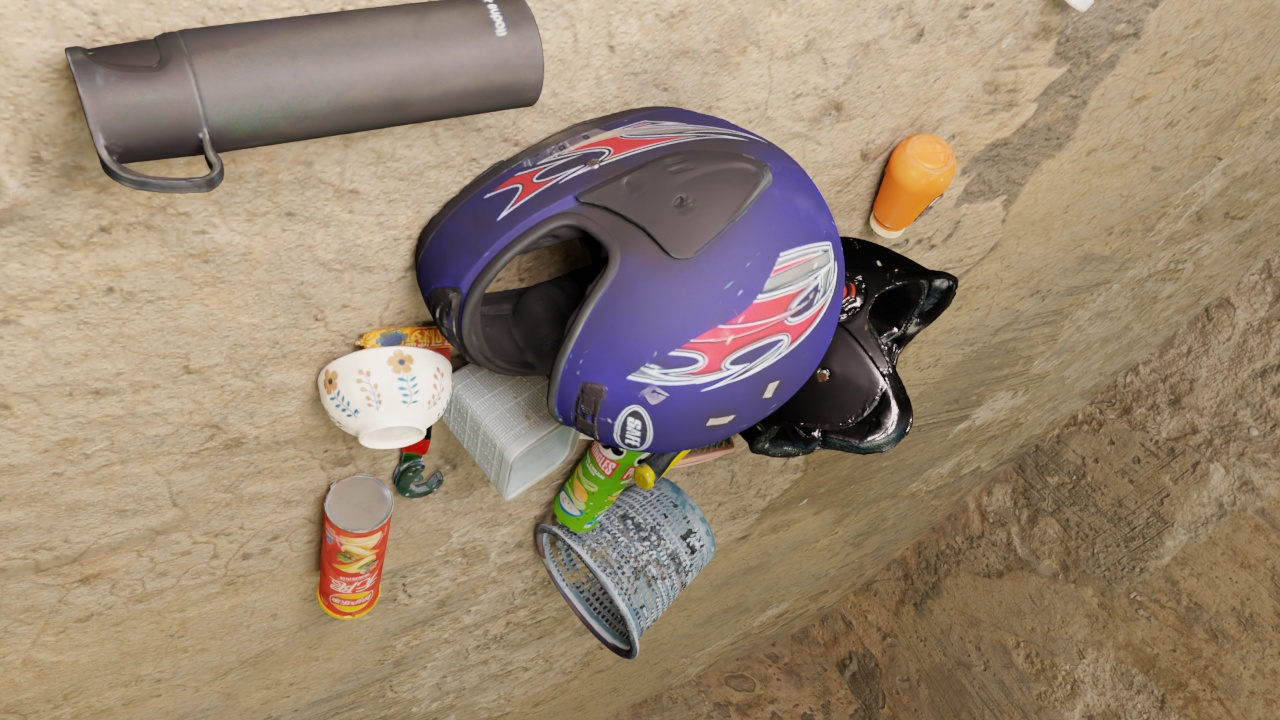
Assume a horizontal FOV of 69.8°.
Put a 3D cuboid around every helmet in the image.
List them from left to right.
[{"bbox_3d":[0.008,-0.046,0.718,0.315,0.240,0.248,-24,151,-14],"label":"helmet"},{"bbox_3d":[0.194,-0.020,0.973,0.275,0.230,0.233,-47,156,6],"label":"helmet"}]

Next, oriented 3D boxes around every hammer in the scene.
[{"bbox_3d":[0.113,0.044,1.120,0.322,0.032,0.126,-39,157,-26],"label":"hammer"}]

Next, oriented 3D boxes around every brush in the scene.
[{"bbox_3d":[0.048,0.114,1.219,0.145,0.063,0.073,-14,138,-9],"label":"brush"}]

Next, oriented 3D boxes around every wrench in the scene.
[{"bbox_3d":[-0.220,0.071,0.927,0.056,0.016,0.274,-17,150,-27],"label":"wrench"}]

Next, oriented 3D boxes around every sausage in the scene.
[{"bbox_3d":[-0.173,-0.022,0.809,0.164,0.021,0.022,-8,145,-39],"label":"sausage"}]

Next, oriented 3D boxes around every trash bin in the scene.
[{"bbox_3d":[-0.010,0.278,1.323,0.194,0.226,0.227,-34,157,-26],"label":"trash bin"}]

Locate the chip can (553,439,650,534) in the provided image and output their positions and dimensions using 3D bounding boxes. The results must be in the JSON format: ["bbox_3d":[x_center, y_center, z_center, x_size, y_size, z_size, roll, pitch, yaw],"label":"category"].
[{"bbox_3d":[-0.038,0.130,1.161,0.072,0.072,0.237,-9,146,-38],"label":"chip can"}]

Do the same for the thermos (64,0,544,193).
[{"bbox_3d":[-0.173,-0.148,0.513,0.242,0.090,0.069,-19,168,-25],"label":"thermos"}]

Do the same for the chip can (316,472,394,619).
[{"bbox_3d":[-0.313,0.208,1.005,0.073,0.073,0.217,-14,149,-31],"label":"chip can"}]

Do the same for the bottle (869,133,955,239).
[{"bbox_3d":[0.283,-0.176,0.985,0.066,0.066,0.150,-23,160,-16],"label":"bottle"}]

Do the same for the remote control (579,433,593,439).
[{"bbox_3d":[-0.062,0.061,0.976,0.124,0.024,0.049,6,114,-26],"label":"remote control"}]

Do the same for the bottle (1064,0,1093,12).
[{"bbox_3d":[0.444,-0.391,0.777,0.059,0.059,0.207,-2,142,-45],"label":"bottle"}]

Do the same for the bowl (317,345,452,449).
[{"bbox_3d":[-0.217,0.038,0.790,0.113,0.062,0.114,-10,156,-5],"label":"bowl"}]

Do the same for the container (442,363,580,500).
[{"bbox_3d":[-0.125,0.054,0.877,0.089,0.111,0.090,-32,158,-32],"label":"container"}]
